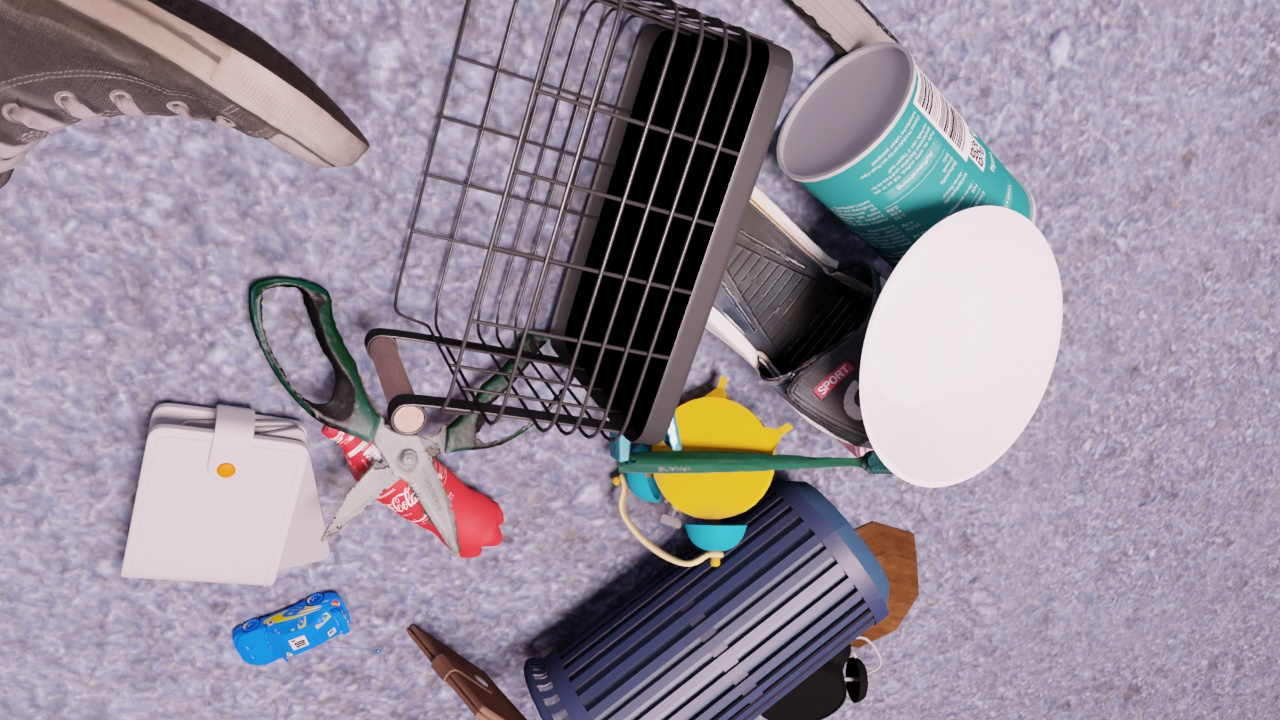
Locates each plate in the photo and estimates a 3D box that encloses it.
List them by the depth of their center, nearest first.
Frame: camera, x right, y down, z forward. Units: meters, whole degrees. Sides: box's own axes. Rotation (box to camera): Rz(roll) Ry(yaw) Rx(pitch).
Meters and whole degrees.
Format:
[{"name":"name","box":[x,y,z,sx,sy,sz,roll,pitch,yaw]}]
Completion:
[{"name":"plate","box":[0.189,-0.010,0.570,0.173,0.036,0.174,-9,108,-29]},{"name":"plate","box":[0.195,0.203,0.803,0.131,0.025,0.131,-9,118,-19]}]

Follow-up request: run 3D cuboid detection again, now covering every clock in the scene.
[{"name":"clock","box":[0.043,0.080,0.646,0.129,0.099,0.043,-53,164,2]},{"name":"clock","box":[0.144,0.264,0.779,0.121,0.042,0.091,-23,123,13]}]

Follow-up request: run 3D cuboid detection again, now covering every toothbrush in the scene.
[{"name":"toothbrush","box":[0.078,0.067,0.612,0.190,0.017,0.016,-1,76,9]}]

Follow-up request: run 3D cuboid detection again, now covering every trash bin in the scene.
[{"name":"trash bin","box":[0.055,0.205,0.681,0.249,0.139,0.139,-37,123,-5]}]

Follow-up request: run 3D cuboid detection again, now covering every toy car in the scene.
[{"name":"toy car","box":[-0.218,0.187,0.600,0.092,0.062,0.033,-21,120,-13]}]

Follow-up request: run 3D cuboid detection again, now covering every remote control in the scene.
[{"name":"remote control","box":[0.112,-0.224,0.568,0.136,0.013,0.033,31,99,-30]}]

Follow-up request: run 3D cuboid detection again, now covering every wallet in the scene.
[{"name":"wallet","box":[-0.241,0.085,0.556,0.115,0.037,0.119,11,113,-27]},{"name":"wallet","box":[-0.108,0.230,0.634,0.013,0.121,0.087,-51,125,-14]}]

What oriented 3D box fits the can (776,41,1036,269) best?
[{"name":"can","box":[0.173,-0.118,0.593,0.144,0.099,0.099,33,98,-32]}]

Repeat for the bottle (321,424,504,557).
[{"name":"bottle","box":[-0.145,0.080,0.590,0.042,0.042,0.141,-45,123,2]}]

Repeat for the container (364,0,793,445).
[{"name":"container","box":[-0.046,-0.085,0.475,0.130,0.163,0.242,10,107,-27]}]

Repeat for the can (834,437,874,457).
[{"name":"can","box":[0.173,0.039,0.683,0.067,0.076,0.067,-9,117,-19]}]

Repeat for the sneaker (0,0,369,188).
[{"name":"sneaker","box":[-0.251,-0.118,0.421,0.234,0.095,0.120,18,109,-31]}]

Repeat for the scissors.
[{"name":"scissors","box":[-0.128,0.016,0.562,0.205,0.015,0.202,-32,104,-25]}]

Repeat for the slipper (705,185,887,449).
[{"name":"slipper","box":[0.112,-0.028,0.588,0.264,0.063,0.111,38,83,-11]}]

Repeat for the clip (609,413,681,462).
[{"name":"clip","box":[-0.020,0.002,0.598,0.120,0.030,0.130,9,94,-25]}]
